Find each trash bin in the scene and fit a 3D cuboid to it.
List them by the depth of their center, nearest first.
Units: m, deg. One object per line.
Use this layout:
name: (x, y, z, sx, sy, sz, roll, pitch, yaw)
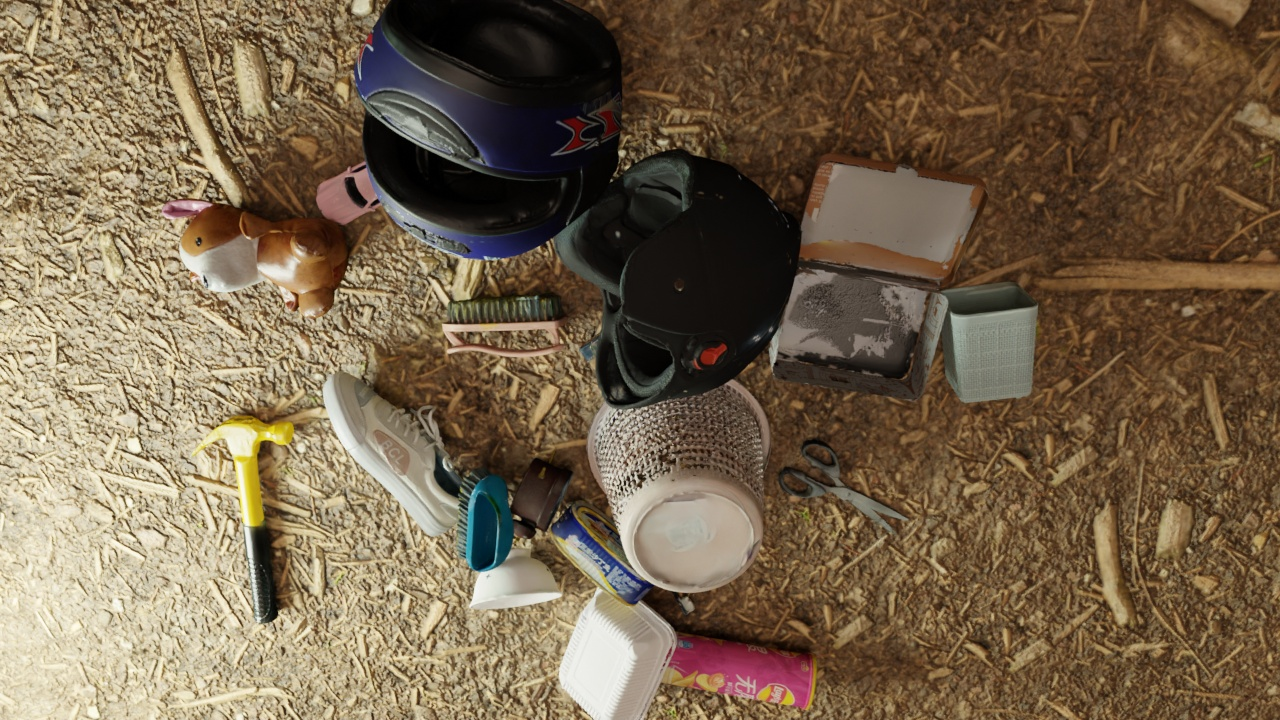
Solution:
trash bin: (0.051, 0.146, 1.044, 0.227, 0.191, 0.228, -1, 116, -2)

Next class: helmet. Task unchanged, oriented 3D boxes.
helmet: (-0.151, -0.215, 0.881, 0.247, 0.314, 0.241, 26, 123, 2)
helmet: (0.043, -0.078, 0.959, 0.230, 0.233, 0.275, 4, 110, -22)

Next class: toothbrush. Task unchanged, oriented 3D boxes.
toothbrush: (0.023, 0.260, 1.197, 0.018, 0.015, 0.181, -29, 106, 7)

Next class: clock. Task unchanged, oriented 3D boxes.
clock: (-0.128, 0.176, 1.143, 0.055, 0.082, 0.122, 25, 109, 0)

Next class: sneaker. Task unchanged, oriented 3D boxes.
sneaker: (-0.286, 0.103, 1.125, 0.091, 0.089, 0.242, -33, 105, 12)

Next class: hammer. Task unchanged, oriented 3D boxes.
hammer: (-0.512, 0.213, 1.212, 0.129, 0.032, 0.301, 3, 110, 4)

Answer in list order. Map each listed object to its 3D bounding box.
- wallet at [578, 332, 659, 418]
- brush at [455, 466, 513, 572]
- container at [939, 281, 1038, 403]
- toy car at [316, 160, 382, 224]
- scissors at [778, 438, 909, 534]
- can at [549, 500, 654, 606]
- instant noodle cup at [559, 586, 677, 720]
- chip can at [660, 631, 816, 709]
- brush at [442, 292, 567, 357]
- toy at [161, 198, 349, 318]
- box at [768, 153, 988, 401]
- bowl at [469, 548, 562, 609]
wallet: (-0.007, 0.006, 1.100, 0.090, 0.033, 0.115, -32, 108, 13)
brush: (-0.184, 0.201, 1.115, 0.073, 0.055, 0.144, 31, 126, 35)
container: (0.389, -0.019, 1.031, 0.090, 0.089, 0.111, -7, 113, 7)
toy car: (-0.316, -0.196, 1.047, 0.122, 0.037, 0.056, -24, 105, 13)
scissors: (0.251, 0.168, 1.150, 0.156, 0.014, 0.168, -16, 111, 8)
can: (-0.044, 0.243, 1.161, 0.148, 0.074, 0.049, 42, 106, 1)
instant noodle cup: (-0.040, 0.388, 1.190, 0.138, 0.060, 0.174, 34, 115, 32)
chip can: (0.122, 0.407, 1.212, 0.210, 0.071, 0.071, 10, 110, 1)
brush: (-0.162, -0.040, 1.077, 0.146, 0.063, 0.073, -3, 99, 6)
toy: (-0.440, -0.116, 1.047, 0.199, 0.130, 0.140, 16, 130, 6)
box: (0.251, -0.092, 1.003, 0.179, 0.105, 0.261, 9, 111, 1)
bowl: (-0.163, 0.280, 1.185, 0.118, 0.118, 0.064, -12, 69, 8)
